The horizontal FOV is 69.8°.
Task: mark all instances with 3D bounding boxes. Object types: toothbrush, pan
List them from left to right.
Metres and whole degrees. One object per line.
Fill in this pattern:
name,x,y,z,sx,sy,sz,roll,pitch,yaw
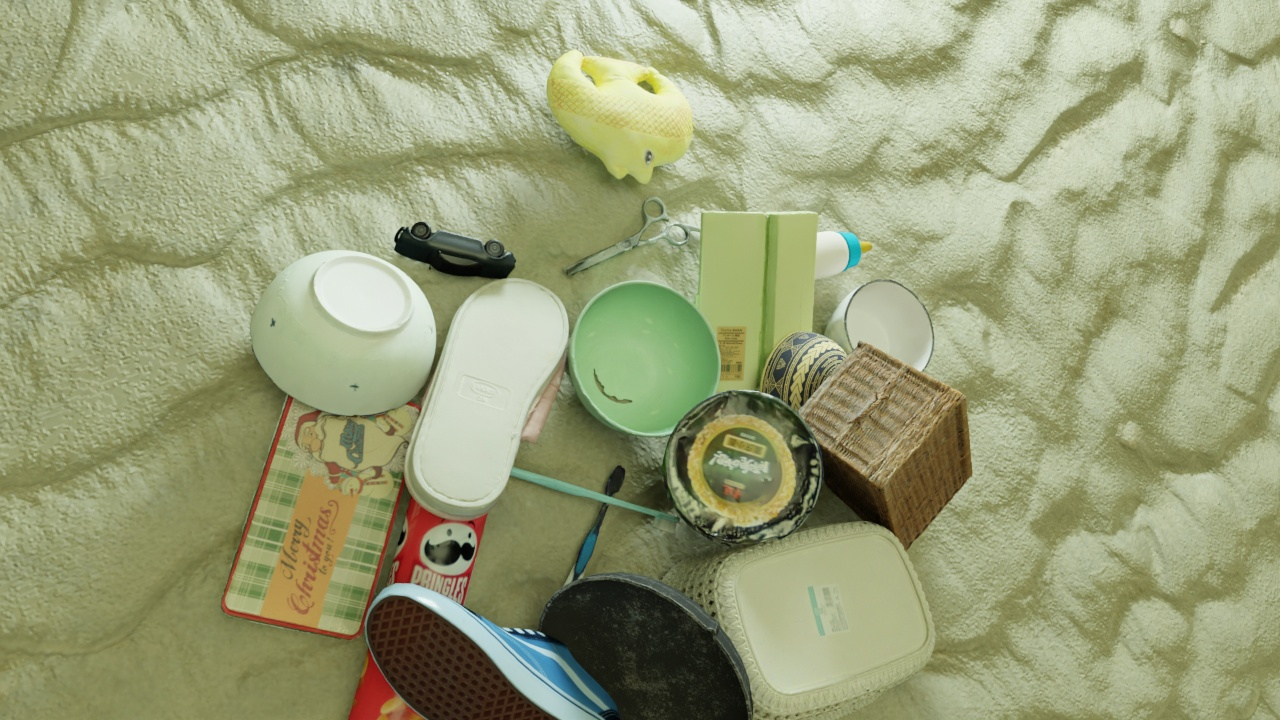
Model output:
toothbrush,-0.053,0.184,0.854,0.016,0.017,0.188,25,70,-4
toothbrush,-0.050,0.127,0.854,0.180,0.016,0.016,19,79,-6
pan,0.057,0.319,0.764,0.357,0.208,0.040,47,36,4

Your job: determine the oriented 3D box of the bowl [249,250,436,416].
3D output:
bowl,-0.240,-0.035,0.770,0.153,0.073,0.153,19,45,-21

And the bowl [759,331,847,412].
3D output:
bowl,0.182,0.029,0.936,0.112,0.061,0.112,-10,106,-40

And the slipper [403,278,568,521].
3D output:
slipper,-0.134,0.029,0.810,0.114,0.055,0.273,24,45,-8

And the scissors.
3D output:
scissors,-0.003,-0.115,0.948,0.095,0.014,0.170,41,63,-7

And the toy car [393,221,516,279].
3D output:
toy car,-0.173,-0.099,0.857,0.112,0.046,0.034,12,71,-21

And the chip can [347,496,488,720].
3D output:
chip can,-0.183,0.212,0.763,0.073,0.073,0.232,18,72,-18

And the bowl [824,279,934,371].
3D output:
bowl,0.254,-0.025,1.003,0.116,0.066,0.116,6,75,-21

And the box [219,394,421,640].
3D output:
box,-0.262,0.120,0.766,0.117,0.050,0.205,19,72,-16

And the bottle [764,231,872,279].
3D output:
bottle,0.197,-0.116,1.009,0.146,0.051,0.051,-13,82,-24

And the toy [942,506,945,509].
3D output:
toy,0.284,0.128,0.989,0.110,0.047,0.063,18,79,-2

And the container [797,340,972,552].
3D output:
container,0.236,0.085,0.883,0.113,0.198,0.113,-46,55,-8

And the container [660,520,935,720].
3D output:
container,0.146,0.243,0.850,0.245,0.143,0.184,-9,68,-24

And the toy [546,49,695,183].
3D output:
toy,-0.016,-0.254,0.953,0.170,0.065,0.154,5,64,-29

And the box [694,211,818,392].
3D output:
box,0.122,-0.059,0.936,0.141,0.044,0.188,-2,102,-20

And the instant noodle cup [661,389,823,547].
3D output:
instant noodle cup,0.091,0.106,0.844,0.137,0.112,0.137,-1,76,3

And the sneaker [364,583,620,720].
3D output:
sneaker,-0.113,0.249,0.738,0.241,0.098,0.083,41,104,-14

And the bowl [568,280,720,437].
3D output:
bowl,-0.005,0.005,0.883,0.150,0.077,0.150,6,75,-21
